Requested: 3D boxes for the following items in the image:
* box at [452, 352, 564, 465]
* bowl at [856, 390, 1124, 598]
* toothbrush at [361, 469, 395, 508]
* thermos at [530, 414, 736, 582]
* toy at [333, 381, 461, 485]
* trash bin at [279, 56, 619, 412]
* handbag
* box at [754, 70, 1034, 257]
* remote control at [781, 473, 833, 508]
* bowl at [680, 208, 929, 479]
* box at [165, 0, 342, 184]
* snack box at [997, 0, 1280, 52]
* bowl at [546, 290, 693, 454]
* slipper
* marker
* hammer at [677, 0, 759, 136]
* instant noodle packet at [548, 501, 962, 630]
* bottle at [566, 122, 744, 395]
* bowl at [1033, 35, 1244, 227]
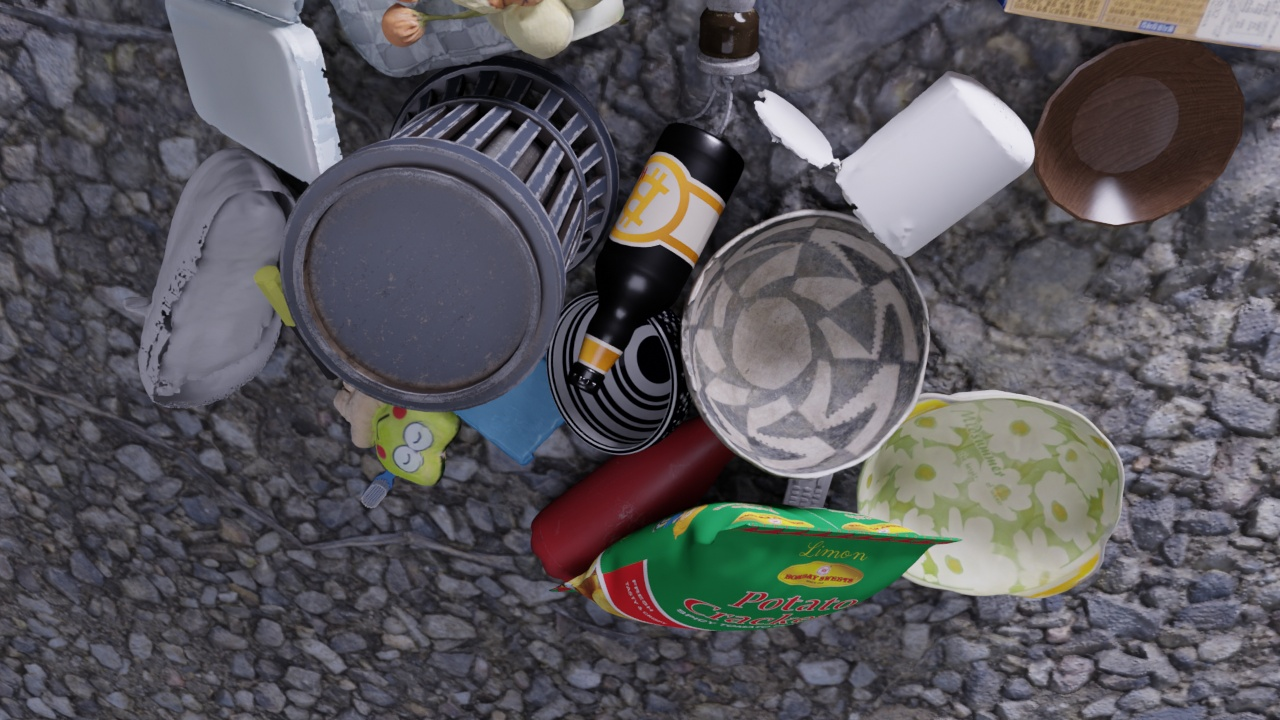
[{"bbox_3d":[-0.150,-0.023,0.720,0.231,0.052,0.093,40,103,-15],"label":"box"},{"bbox_3d":[0.259,0.091,0.700,0.219,0.060,0.189,41,119,-16],"label":"bowl"},{"bbox_3d":[-0.199,0.077,0.798,0.016,0.014,0.167,37,120,-13],"label":"toothbrush"},{"bbox_3d":[0.011,0.098,0.740,0.073,0.073,0.240,43,118,-16],"label":"thermos"},{"bbox_3d":[-0.203,0.049,0.759,0.115,0.046,0.092,31,117,10],"label":"toy"},{"bbox_3d":[-0.103,-0.081,0.546,0.164,0.227,0.164,1,115,2],"label":"trash bin"},{"bbox_3d":[-0.103,-0.225,0.533,0.171,0.123,0.113,-10,125,9],"label":"handbag"},{"bbox_3d":[0.156,-0.144,0.564,0.150,0.080,0.106,38,121,-18],"label":"box"},{"bbox_3d":[0.140,0.087,0.745,0.033,0.012,0.131,9,122,2],"label":"remote control"},{"bbox_3d":[0.104,-0.013,0.638,0.178,0.081,0.178,-2,96,-14],"label":"bowl"},{"bbox_3d":[-0.245,-0.215,0.550,0.209,0.037,0.189,32,137,39],"label":"box"},{"bbox_3d":[0.307,-0.213,0.509,0.207,0.057,0.056,10,126,3],"label":"snack box"},{"bbox_3d":[-0.004,0.004,0.681,0.120,0.066,0.120,9,106,36],"label":"bowl"},{"bbox_3d":[-0.332,-0.054,0.708,0.112,0.074,0.247,9,131,-33],"label":"slipper"},{"bbox_3d":[-0.264,-0.025,0.718,0.017,0.021,0.124,-28,143,-11],"label":"marker"},{"bbox_3d":[0.054,-0.280,0.505,0.177,0.079,0.327,4,127,7],"label":"hammer"},{"bbox_3d":[0.076,0.156,0.691,0.195,0.090,0.253,10,154,-32],"label":"instant noodle packet"},{"bbox_3d":[0.002,-0.062,0.601,0.059,0.059,0.181,27,89,-7],"label":"bottle"},{"bbox_3d":[0.302,-0.143,0.566,0.118,0.030,0.118,4,122,7],"label":"bowl"}]
